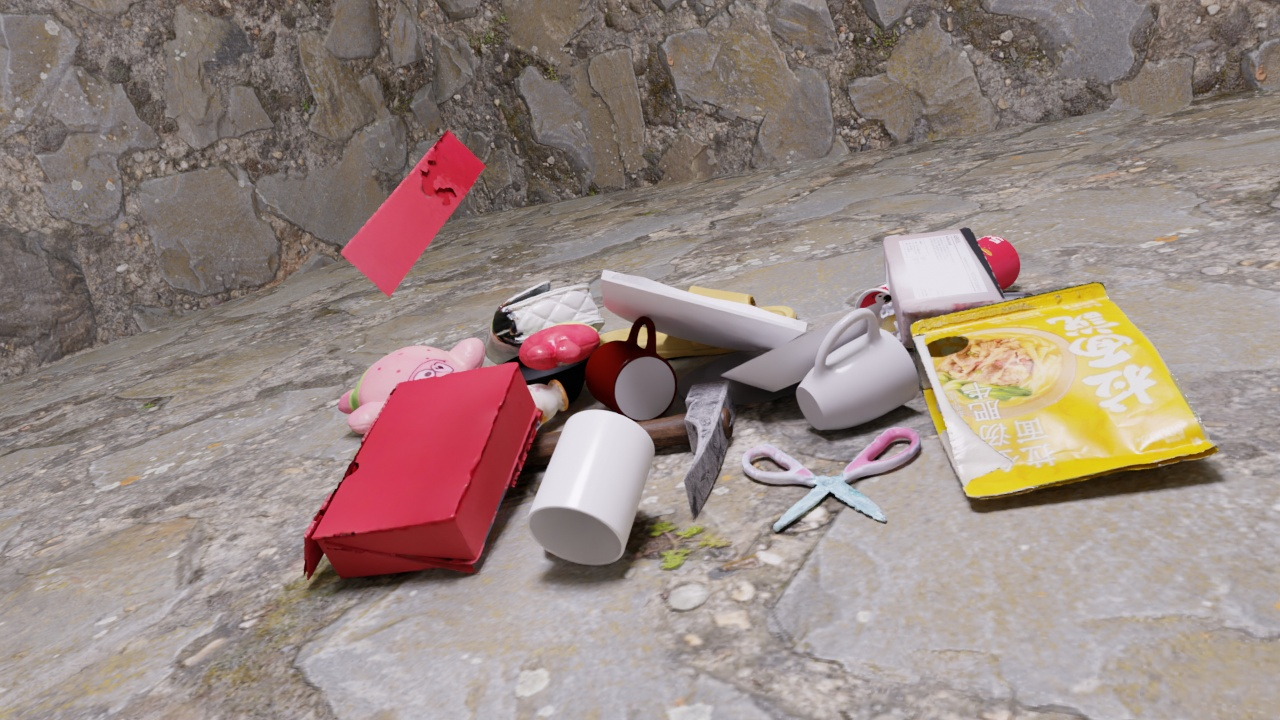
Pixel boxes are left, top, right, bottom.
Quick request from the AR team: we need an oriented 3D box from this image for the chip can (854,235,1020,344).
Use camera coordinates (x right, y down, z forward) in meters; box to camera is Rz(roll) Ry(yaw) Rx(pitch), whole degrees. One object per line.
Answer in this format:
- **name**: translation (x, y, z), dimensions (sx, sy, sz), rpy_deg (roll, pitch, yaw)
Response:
- **chip can**: translation (0.339, -0.080, 1.035), dimensions (0.220, 0.069, 0.069), rpy_deg (-24, 20, -33)

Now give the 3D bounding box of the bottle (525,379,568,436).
- **bottle**: translation (-0.130, 0.054, 0.968), dimensions (0.108, 0.063, 0.063), rpy_deg (-22, 19, -26)

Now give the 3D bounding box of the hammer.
- **hammer**: translation (-0.068, 0.093, 0.842), dimensions (0.301, 0.037, 0.217), rpy_deg (-9, 17, 16)

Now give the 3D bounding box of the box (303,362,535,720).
- **box**: translation (-0.217, 0.180, 0.864), dimensions (0.148, 0.376, 0.212), rpy_deg (19, 35, -4)

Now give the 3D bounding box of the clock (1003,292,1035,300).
- **clock**: translation (0.350, -0.035, 0.902), dimensions (0.104, 0.056, 0.147), rpy_deg (-11, 18, 9)

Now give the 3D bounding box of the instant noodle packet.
- **instant noodle packet**: translation (0.311, 0.028, 0.706), dimensions (0.163, 0.084, 0.221), rpy_deg (-12, 23, 12)

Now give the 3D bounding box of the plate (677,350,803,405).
- **plate**: translation (0.127, 0.009, 1.006), dimensions (0.178, 0.012, 0.178), rpy_deg (-12, 16, 4)

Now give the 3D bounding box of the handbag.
- **handbag**: translation (-0.130, -0.045, 1.176), dimensions (0.138, 0.072, 0.195), rpy_deg (-17, -6, -15)

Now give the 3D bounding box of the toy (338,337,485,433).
- **toy**: translation (-0.249, 0.040, 1.067), dimensions (0.237, 0.097, 0.191), rpy_deg (12, 38, 41)

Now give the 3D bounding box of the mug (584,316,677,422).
- **mug**: translation (-0.006, 0.006, 0.965), dimensions (0.073, 0.106, 0.082), rpy_deg (17, 4, -25)

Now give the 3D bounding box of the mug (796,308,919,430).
- **mug**: translation (0.183, 0.008, 0.803), dimensions (0.089, 0.107, 0.071), rpy_deg (-26, 33, -13)

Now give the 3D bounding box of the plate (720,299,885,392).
- **plate**: translation (0.164, -0.005, 0.893), dimensions (0.174, 0.036, 0.174), rpy_deg (-24, -4, -2)

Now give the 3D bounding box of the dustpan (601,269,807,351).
- **dustpan**: translation (0.060, -0.063, 0.963), dimensions (0.191, 0.053, 0.258), rpy_deg (15, -6, 0)

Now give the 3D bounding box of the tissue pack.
- **tissue pack**: translation (0.284, -0.066, 0.889), dimensions (0.104, 0.071, 0.181), rpy_deg (-7, 31, 11)

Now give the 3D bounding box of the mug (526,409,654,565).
- **mug**: translation (-0.044, 0.104, 0.700), dimensions (0.111, 0.074, 0.090), rpy_deg (-48, 17, 47)

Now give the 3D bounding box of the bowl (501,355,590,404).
- **bowl**: translation (-0.106, 0.025, 1.063), dimensions (0.124, 0.052, 0.124), rpy_deg (-12, 16, 4)

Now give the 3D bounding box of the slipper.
- **slipper**: translation (0.061, -0.052, 1.148), dimensions (0.264, 0.078, 0.099), rpy_deg (-10, 15, 15)

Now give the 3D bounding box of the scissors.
- **scissors**: translation (0.143, 0.090, 0.730), dimensions (0.176, 0.013, 0.170), rpy_deg (7, 29, 46)

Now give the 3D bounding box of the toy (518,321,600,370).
- **toy**: translation (-0.090, -0.016, 1.007), dimensions (0.092, 0.045, 0.135), rpy_deg (-13, 10, 8)
